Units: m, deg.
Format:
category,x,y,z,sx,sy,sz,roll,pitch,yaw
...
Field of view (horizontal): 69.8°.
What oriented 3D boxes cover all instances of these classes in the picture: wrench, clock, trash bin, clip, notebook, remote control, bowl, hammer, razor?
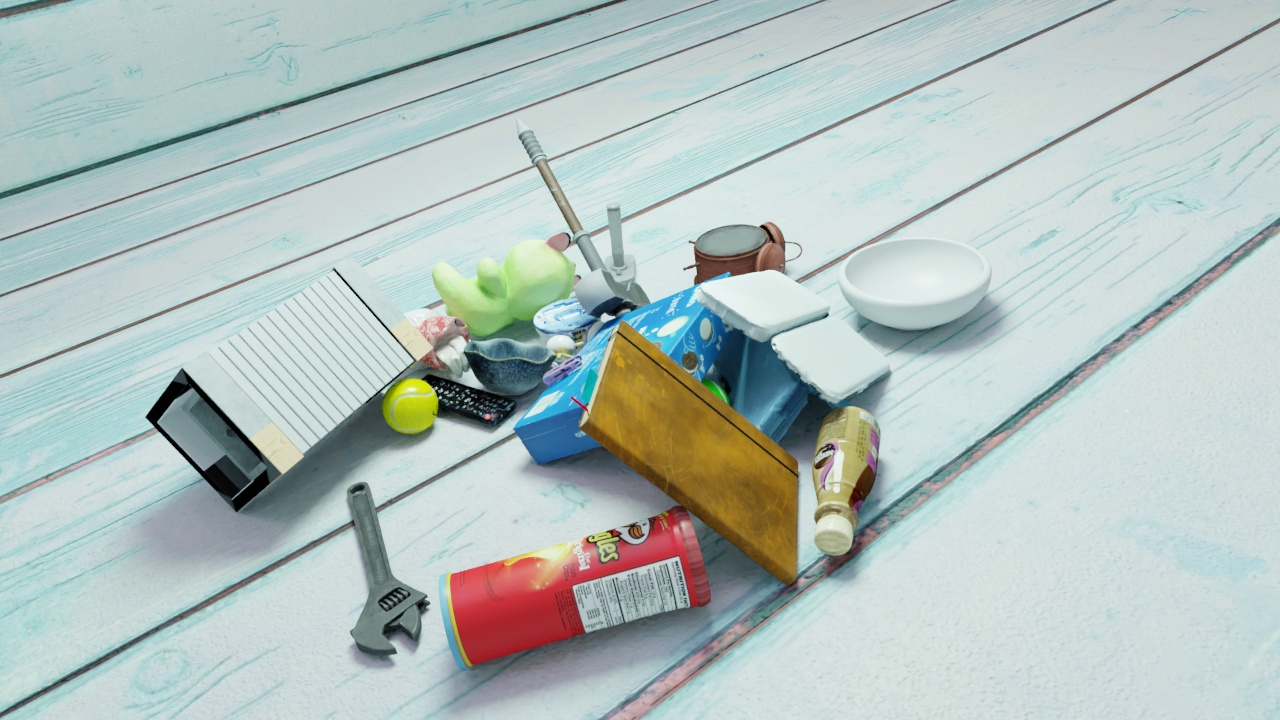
category,x,y,z,sx,sy,sz,roll,pitch,yaw
wrench,-0.261,0.194,0.902,0.073,0.018,0.273,-20,31,-15
clock,-0.086,-0.036,1.184,0.088,0.052,0.125,-18,32,-13
trash bin,-0.392,0.023,1.044,0.143,0.142,0.246,-32,12,43
clip,-0.085,0.008,1.039,0.052,0.014,0.043,-24,18,27
notebook,0.049,0.069,0.829,0.014,0.249,0.178,-43,17,30
remote control,-0.220,0.050,1.118,0.150,0.022,0.047,14,38,33
bowl,-0.160,0.010,1.117,0.110,0.055,0.110,7,12,-2
hammer,-0.095,-0.193,1.205,0.043,0.322,0.156,-33,-16,17
clock,0.143,-0.137,1.256,0.158,0.072,0.120,-5,32,12
razor,-0.034,-0.172,1.328,0.047,0.116,0.088,-3,32,3
bowl,0.332,-0.084,1.116,0.177,0.066,0.176,-8,31,5

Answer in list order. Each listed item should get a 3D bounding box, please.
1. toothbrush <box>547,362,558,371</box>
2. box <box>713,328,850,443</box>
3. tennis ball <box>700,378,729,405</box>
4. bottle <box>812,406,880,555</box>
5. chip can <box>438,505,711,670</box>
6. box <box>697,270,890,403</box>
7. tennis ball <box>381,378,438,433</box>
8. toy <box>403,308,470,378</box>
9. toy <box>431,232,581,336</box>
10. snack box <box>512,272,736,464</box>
category,x,y,z,sx,sy,sz,roll,pitch,yaw
toothbrush,-0.168,0.001,1.186,0.155,0.022,0.016,12,-4,33
box,0.160,0.020,1.033,0.111,0.094,0.231,26,21,-22
tennis ball,0.063,0.051,0.981,0.065,0.065,0.065,-8,31,5
bottle,0.187,0.112,0.850,0.060,0.060,0.165,1,34,19
chip can,-0.054,0.191,0.773,0.213,0.087,0.087,-15,31,-4
box,0.171,-0.035,0.984,0.191,0.045,0.208,41,27,20
tennis ball,-0.272,0.054,1.083,0.065,0.065,0.065,-8,31,5
toy,-0.280,-0.024,1.192,0.158,0.084,0.194,-16,20,-42
toy,-0.172,-0.095,1.241,0.196,0.150,0.107,-14,60,-6
snack box,-0.006,0.006,1.016,0.196,0.056,0.238,-20,21,38
